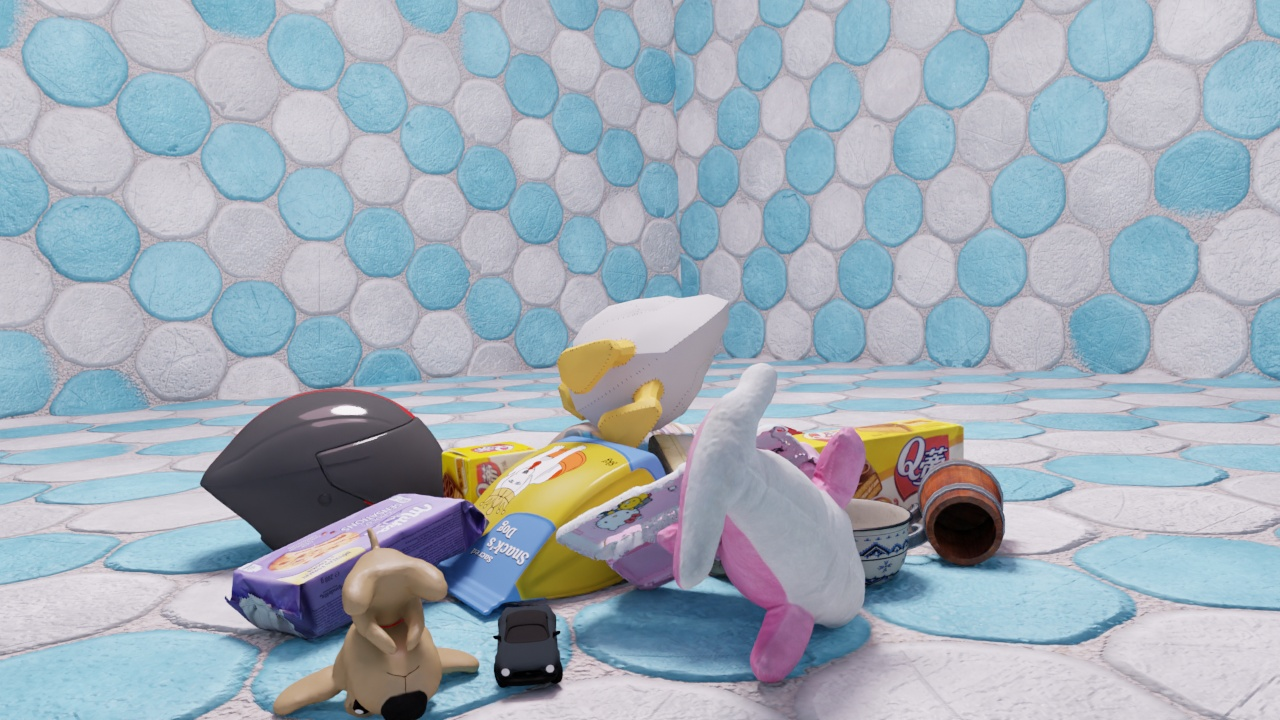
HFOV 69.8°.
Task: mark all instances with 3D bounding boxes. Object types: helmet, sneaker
[{"bbox_3d":[-0.318,0.114,0.964,0.264,0.170,0.164,-4,5,-15],"label":"helmet"},{"bbox_3d":[0.083,0.135,0.912,0.102,0.089,0.241,-2,17,-17],"label":"sneaker"}]

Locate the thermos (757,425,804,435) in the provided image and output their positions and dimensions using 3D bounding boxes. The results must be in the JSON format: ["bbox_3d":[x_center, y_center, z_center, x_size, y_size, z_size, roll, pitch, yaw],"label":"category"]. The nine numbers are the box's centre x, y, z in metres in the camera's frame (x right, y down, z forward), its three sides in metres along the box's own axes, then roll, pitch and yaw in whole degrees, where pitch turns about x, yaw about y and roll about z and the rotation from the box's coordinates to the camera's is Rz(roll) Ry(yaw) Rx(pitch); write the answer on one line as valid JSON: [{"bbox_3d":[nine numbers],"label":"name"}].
[{"bbox_3d":[0.185,0.124,1.102,0.108,0.084,0.199,36,-6,-19],"label":"thermos"}]

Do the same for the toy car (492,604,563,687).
[{"bbox_3d":[-0.080,0.197,0.646,0.046,0.034,0.112,-2,4,-7],"label":"toy car"}]

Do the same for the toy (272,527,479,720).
[{"bbox_3d":[-0.160,0.174,0.580,0.134,0.108,0.106,-4,21,-28],"label":"toy"}]

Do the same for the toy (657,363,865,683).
[{"bbox_3d":[0.076,0.120,0.640,0.128,0.186,0.265,6,-30,33],"label":"toy"}]

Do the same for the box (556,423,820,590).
[{"bbox_3d":[0.049,0.116,0.730,0.202,0.044,0.154,-29,-44,17],"label":"box"}]

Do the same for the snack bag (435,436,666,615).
[{"bbox_3d":[-0.090,0.159,0.847,0.204,0.102,0.159,-28,17,-30],"label":"snack bag"}]

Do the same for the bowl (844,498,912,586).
[{"bbox_3d":[0.181,0.164,0.813,0.115,0.059,0.115,-2,4,0],"label":"bowl"}]

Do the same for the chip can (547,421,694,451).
[{"bbox_3d":[-0.017,0.117,1.190,0.080,0.080,0.229,2,-3,42],"label":"chip can"}]

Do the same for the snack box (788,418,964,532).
[{"bbox_3d":[0.237,0.126,0.959,0.229,0.110,0.062,-4,6,-30],"label":"snack box"}]

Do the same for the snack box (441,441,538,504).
[{"bbox_3d":[-0.151,0.142,0.941,0.083,0.106,0.061,-5,5,-36],"label":"snack box"}]

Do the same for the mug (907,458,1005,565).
[{"bbox_3d":[0.293,0.152,0.888,0.117,0.081,0.111,-19,2,19],"label":"mug"}]

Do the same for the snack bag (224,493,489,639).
[{"bbox_3d":[-0.230,0.168,0.776,0.097,0.058,0.204,-3,12,38],"label":"snack bag"}]

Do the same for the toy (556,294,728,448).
[{"bbox_3d":[-0.006,0.006,1.014,0.247,0.141,0.267,-34,4,13],"label":"toy"}]
